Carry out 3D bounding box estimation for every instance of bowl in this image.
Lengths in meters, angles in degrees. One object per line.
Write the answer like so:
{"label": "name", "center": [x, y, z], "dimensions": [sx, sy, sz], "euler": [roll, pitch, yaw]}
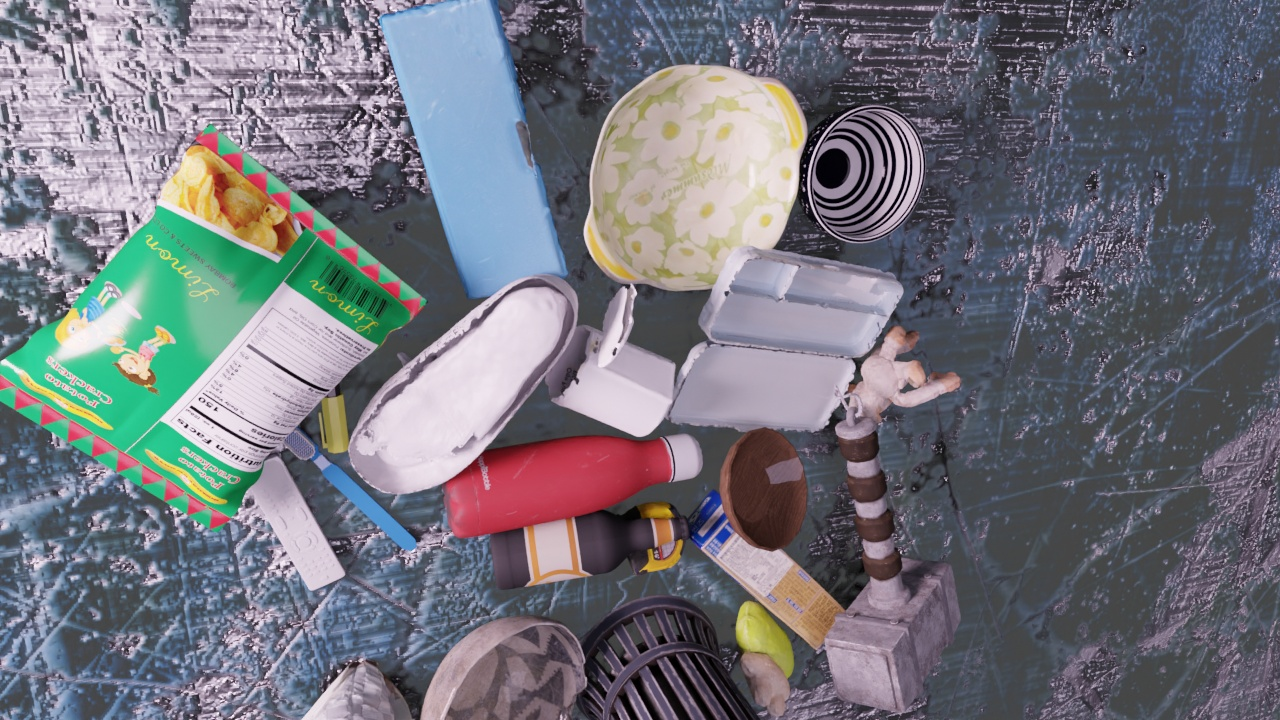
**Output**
{"label": "bowl", "center": [-0.140, 0.312, 0.858], "dimensions": [0.178, 0.081, 0.179], "euler": [-20, 119, -44]}
{"label": "bowl", "center": [0.039, -0.157, 0.789], "dimensions": [0.219, 0.060, 0.188], "euler": [-39, 117, -4]}
{"label": "bowl", "center": [0.190, -0.172, 0.836], "dimensions": [0.120, 0.066, 0.120], "euler": [-6, 109, -19]}
{"label": "bowl", "center": [0.113, 0.124, 0.882], "dimensions": [0.117, 0.030, 0.117], "euler": [10, 74, -41]}

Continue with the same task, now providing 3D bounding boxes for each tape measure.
{"label": "tape measure", "center": [0.013, 0.171, 0.900], "dimensions": [0.064, 0.037, 0.065], "euler": [-21, 100, -7]}

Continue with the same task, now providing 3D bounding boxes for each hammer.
{"label": "hammer", "center": [0.241, 0.174, 0.938], "dimensions": [0.176, 0.080, 0.326], "euler": [-30, 111, -47]}

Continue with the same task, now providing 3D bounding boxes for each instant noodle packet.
{"label": "instant noodle packet", "center": [-0.319, -0.014, 0.685], "dimensions": [0.195, 0.090, 0.253], "euler": [42, 94, -24]}

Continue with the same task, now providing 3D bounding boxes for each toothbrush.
{"label": "toothbrush", "center": [-0.251, 0.114, 0.797], "dimensions": [0.016, 0.014, 0.166], "euler": [-40, 117, -4]}

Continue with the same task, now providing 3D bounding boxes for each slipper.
{"label": "slipper", "center": [-0.147, 0.017, 0.758], "dimensions": [0.247, 0.074, 0.112], "euler": [-43, 84, 14]}

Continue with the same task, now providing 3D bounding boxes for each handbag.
{"label": "handbag", "center": [-0.243, 0.362, 0.794], "dimensions": [0.123, 0.171, 0.112], "euler": [42, 90, -26]}

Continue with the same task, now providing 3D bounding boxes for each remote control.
{"label": "remote control", "center": [-0.297, 0.140, 0.789], "dimensions": [0.033, 0.012, 0.131], "euler": [-24, 114, -9]}

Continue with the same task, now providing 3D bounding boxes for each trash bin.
{"label": "trash bin", "center": [0.045, 0.355, 0.868], "dimensions": [0.164, 0.227, 0.164], "euler": [-6, 109, -19]}

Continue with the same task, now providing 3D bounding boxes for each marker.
{"label": "marker", "center": [-0.259, 0.017, 0.759], "dimensions": [0.021, 0.017, 0.124], "euler": [-7, 109, -19]}

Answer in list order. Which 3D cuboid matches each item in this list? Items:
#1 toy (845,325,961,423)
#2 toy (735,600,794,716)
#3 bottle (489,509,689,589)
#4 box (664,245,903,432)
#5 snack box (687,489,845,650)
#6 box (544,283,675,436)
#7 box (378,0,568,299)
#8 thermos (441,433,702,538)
{"label": "toy", "center": [0.253, 0.026, 0.925], "dimensions": [0.106, 0.085, 0.074], "euler": [-48, 152, 20]}
{"label": "toy", "center": [0.130, 0.313, 0.957], "dimensions": [0.046, 0.115, 0.092], "euler": [-26, 121, 22]}
{"label": "bottle", "center": [-0.045, 0.169, 0.849], "dimensions": [0.181, 0.059, 0.059], "euler": [-8, 110, -6]}
{"label": "box", "center": [0.135, -0.012, 0.860], "dimensions": [0.208, 0.037, 0.189], "euler": [4, 125, -31]}
{"label": "snack box", "center": [0.129, 0.218, 0.951], "dimensions": [0.056, 0.057, 0.207], "euler": [-47, 116, -5]}
{"label": "box", "center": [-0.005, 0.004, 0.788], "dimensions": [0.106, 0.151, 0.080], "euler": [22, 59, -24]}
{"label": "box", "center": [-0.129, -0.169, 0.739], "dimensions": [0.093, 0.052, 0.232], "euler": [-14, 113, 2]}
{"label": "thermos", "center": [-0.056, 0.104, 0.833], "dimensions": [0.239, 0.073, 0.073], "euler": [-8, 110, -18]}
